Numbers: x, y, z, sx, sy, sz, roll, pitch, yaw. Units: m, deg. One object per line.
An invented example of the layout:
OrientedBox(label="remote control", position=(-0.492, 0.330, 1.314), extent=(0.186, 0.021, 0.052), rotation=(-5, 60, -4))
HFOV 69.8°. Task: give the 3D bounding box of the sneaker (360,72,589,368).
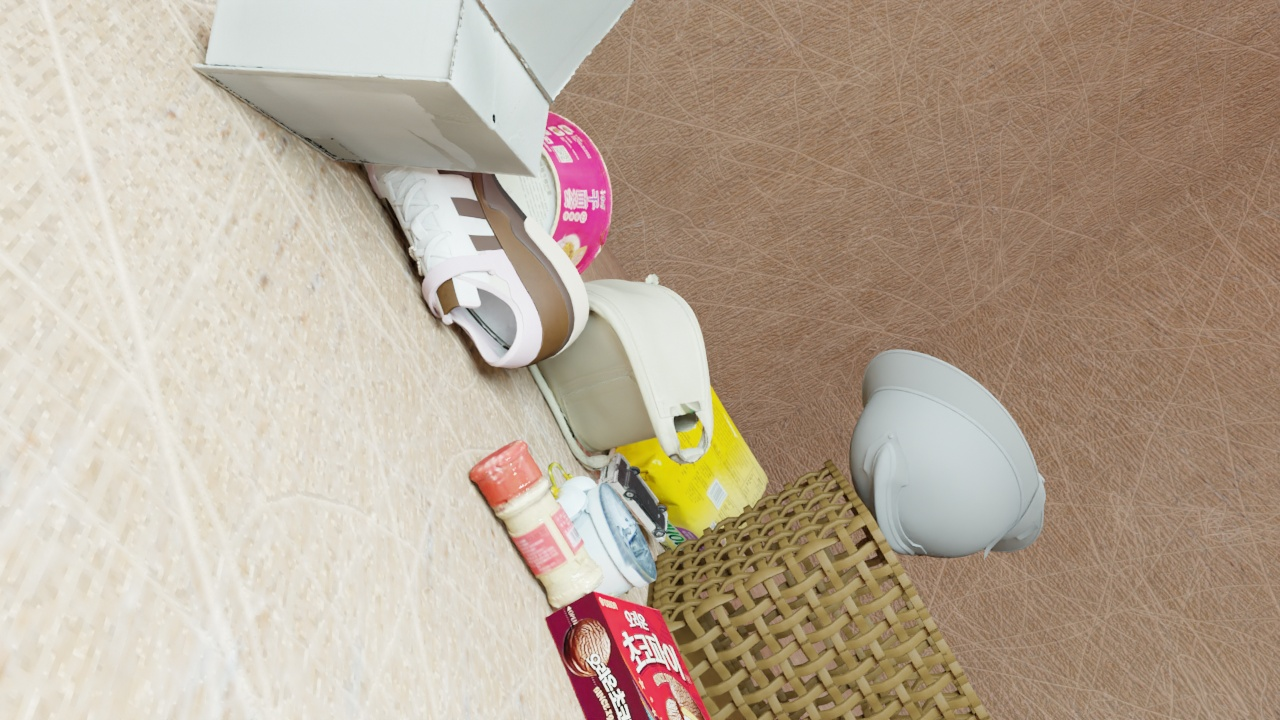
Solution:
OrientedBox(label="sneaker", position=(-0.161, -0.114, 0.714), extent=(0.294, 0.112, 0.116), rotation=(59, 26, -10))

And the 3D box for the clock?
OrientedBox(label="clock", position=(-0.035, 0.127, 0.689), extent=(0.117, 0.057, 0.083), rotation=(60, 6, 3))

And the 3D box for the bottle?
OrientedBox(label="bottle", position=(-0.066, 0.106, 0.594), extent=(0.109, 0.044, 0.044), rotation=(59, 6, -6))

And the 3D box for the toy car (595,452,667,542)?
OrientedBox(label="toy car", position=(-0.008, 0.144, 0.947), extent=(0.113, 0.039, 0.039), rotation=(57, 30, -39))

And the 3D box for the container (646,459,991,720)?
OrientedBox(label="container", position=(0.160, 0.271, 0.855), extent=(0.251, 0.214, 0.219), rotation=(59, 6, -4))

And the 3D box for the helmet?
OrientedBox(label="helmet", position=(0.260, 0.124, 0.854), extent=(0.183, 0.117, 0.271), rotation=(19, -35, 47))

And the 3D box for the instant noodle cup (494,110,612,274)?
OrientedBox(label="instant noodle cup", position=(-0.123, -0.150, 0.864), extent=(0.178, 0.179, 0.077), rotation=(60, 22, 4))

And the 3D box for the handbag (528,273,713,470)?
OrientedBox(label="handbag", position=(-0.005, 0.005, 0.849), extent=(0.230, 0.131, 0.184), rotation=(-18, -94, 64))

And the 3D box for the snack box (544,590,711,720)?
OrientedBox(label="snack box", position=(0.005, 0.230, 0.614), extent=(0.132, 0.036, 0.152), rotation=(62, 6, 25))

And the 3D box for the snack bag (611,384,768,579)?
OrientedBox(label="snack bag", position=(0.063, 0.129, 1.052), extent=(0.068, 0.159, 0.247), rotation=(10, -35, 42))

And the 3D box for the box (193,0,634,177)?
OrientedBox(label="box", position=(-0.096, -0.239, 0.588), extent=(0.165, 0.330, 0.167), rotation=(47, 3, 12))
